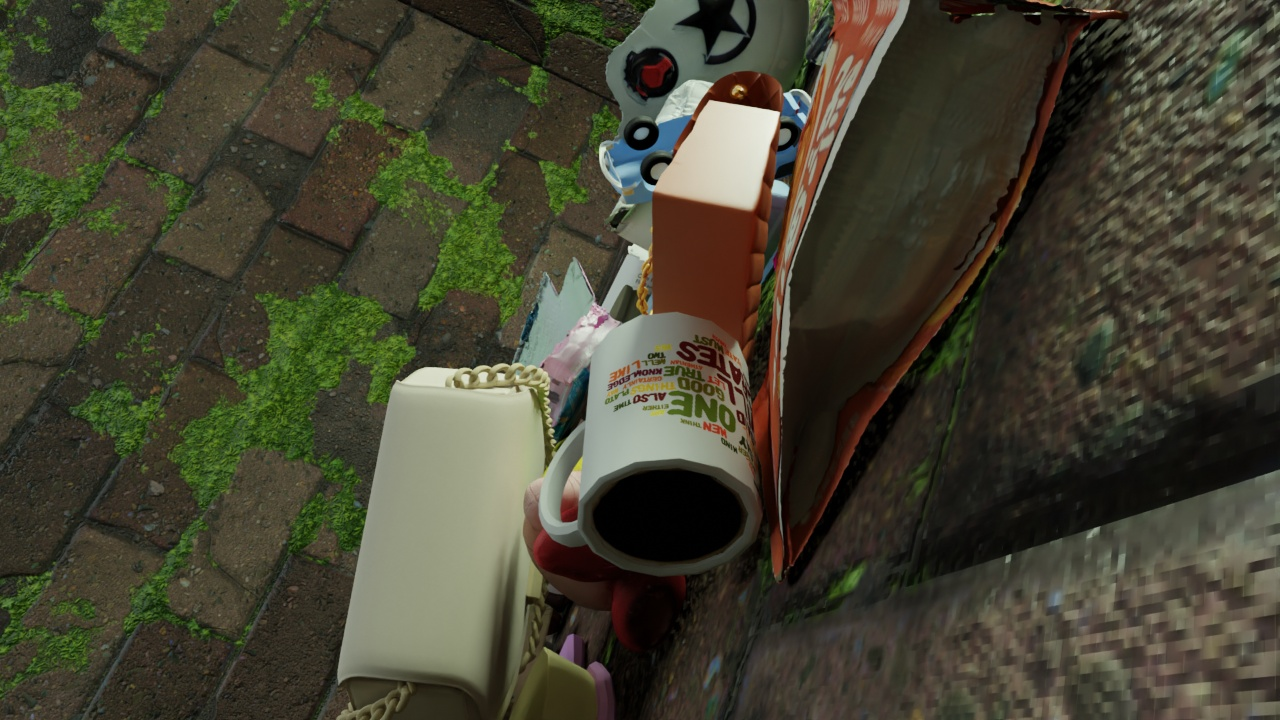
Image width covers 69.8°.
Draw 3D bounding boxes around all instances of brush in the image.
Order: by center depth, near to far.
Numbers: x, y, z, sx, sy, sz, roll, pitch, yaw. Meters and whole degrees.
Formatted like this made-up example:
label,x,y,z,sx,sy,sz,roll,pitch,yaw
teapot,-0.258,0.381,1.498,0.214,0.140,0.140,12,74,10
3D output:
label,x,y,z,sx,sy,sz,roll,pitch,yaw
brush,-0.054,0.217,0.570,0.229,0.043,0.089,-150,84,-83

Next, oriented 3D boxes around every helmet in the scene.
label,x,y,z,sx,sy,sz,roll,pitch,yaw
helmet,0.067,-0.285,0.877,0.236,0.164,0.264,-64,-6,-75

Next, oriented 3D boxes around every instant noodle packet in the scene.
label,x,y,z,sx,sy,sz,roll,pitch,yaw
instant noodle packet,0.085,-0.040,0.377,0.164,0.084,0.221,-85,8,-69

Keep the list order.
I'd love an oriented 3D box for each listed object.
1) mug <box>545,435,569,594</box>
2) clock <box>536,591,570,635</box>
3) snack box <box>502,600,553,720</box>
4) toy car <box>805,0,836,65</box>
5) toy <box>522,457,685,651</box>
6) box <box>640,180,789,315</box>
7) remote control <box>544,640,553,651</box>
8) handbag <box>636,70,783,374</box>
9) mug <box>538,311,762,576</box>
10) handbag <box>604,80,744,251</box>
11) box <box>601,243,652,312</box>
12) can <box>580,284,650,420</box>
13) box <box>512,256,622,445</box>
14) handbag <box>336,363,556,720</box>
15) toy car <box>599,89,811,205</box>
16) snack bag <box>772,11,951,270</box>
label,x,y,z,sx,sy,sz,roll,pitch,yaw
mug,-0.045,0.116,0.689,0.082,0.082,0.106,-72,7,-45
clock,-0.089,0.183,0.846,0.157,0.072,0.121,-76,12,-62
snack box,-0.136,0.302,0.702,0.154,0.055,0.206,-59,11,35
toy car,0.152,-0.258,0.653,0.105,0.033,0.048,-63,3,-15
toy,-0.011,0.083,0.502,0.097,0.124,0.131,-44,27,3
box,0.055,-0.044,0.632,0.120,0.049,0.210,-23,-28,-43
remote control,-0.103,0.305,0.751,0.074,0.019,0.150,-56,13,44
handbag,0.036,-0.048,0.480,0.172,0.060,0.108,89,-161,-48
mug,0.000,0.042,0.407,0.105,0.073,0.089,-26,36,22
handbag,0.058,-0.155,0.728,0.124,0.112,0.171,-41,24,54
box,0.003,-0.075,1.030,0.143,0.083,0.137,-78,13,-86
can,-0.005,0.005,0.801,0.128,0.073,0.128,-158,92,-84
box,-0.073,0.031,0.744,0.231,0.066,0.158,117,161,-45
handbag,-0.111,0.111,0.538,0.209,0.103,0.210,90,-174,-72
toy car,0.049,-0.142,0.624,0.055,0.153,0.056,78,174,-48
snack bag,0.122,-0.129,0.500,0.070,0.016,0.197,-85,20,-65
